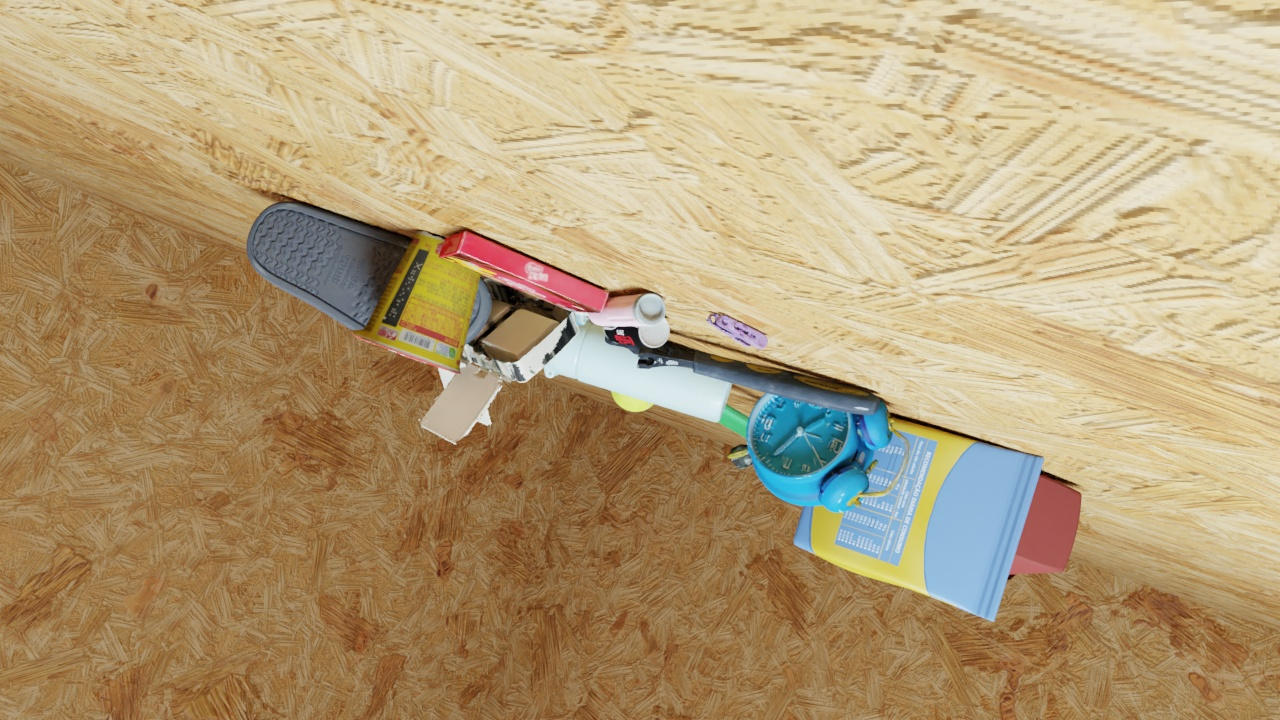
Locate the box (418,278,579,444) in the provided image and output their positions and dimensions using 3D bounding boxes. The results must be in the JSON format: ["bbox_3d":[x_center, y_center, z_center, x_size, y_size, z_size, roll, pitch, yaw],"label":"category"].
[{"bbox_3d":[-0.155,0.010,0.953,0.145,0.186,0.101,22,159,38],"label":"box"}]

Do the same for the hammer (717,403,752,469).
[{"bbox_3d":[0.065,0.042,1.110,0.318,0.032,0.131,31,139,-30],"label":"hammer"}]

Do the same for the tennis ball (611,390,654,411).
[{"bbox_3d":[-0.006,0.033,1.184,0.065,0.065,0.065,20,175,2],"label":"tennis ball"}]

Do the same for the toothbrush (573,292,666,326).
[{"bbox_3d":[-0.027,-0.043,0.814,0.027,0.026,0.223,1,-179,-19],"label":"toothbrush"}]

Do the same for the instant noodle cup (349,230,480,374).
[{"bbox_3d":[-0.194,-0.055,0.853,0.100,0.112,0.100,20,174,2],"label":"instant noodle cup"}]

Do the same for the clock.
[{"bbox_3d":[0.169,0.077,0.847,0.162,0.116,0.060,16,162,34],"label":"clock"}]

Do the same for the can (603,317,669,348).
[{"bbox_3d":[-0.005,-0.029,0.838,0.031,0.031,0.081,23,174,-25],"label":"can"}]

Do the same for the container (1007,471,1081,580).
[{"bbox_3d":[0.358,0.162,0.994,0.148,0.127,0.201,21,168,-8],"label":"container"}]

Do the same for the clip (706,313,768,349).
[{"bbox_3d":[0.074,-0.023,0.710,0.052,0.013,0.036,26,172,-28],"label":"clip"}]

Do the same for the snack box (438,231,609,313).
[{"bbox_3d":[-0.102,-0.075,0.792,0.133,0.021,0.089,22,175,-22],"label":"snack box"}]

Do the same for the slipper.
[{"bbox_3d":[-0.276,-0.080,0.950,0.268,0.110,0.083,23,179,9],"label":"slipper"}]

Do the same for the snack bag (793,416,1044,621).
[{"bbox_3d":[0.270,0.144,0.889,0.102,0.159,0.205,25,172,-39],"label":"snack bag"}]

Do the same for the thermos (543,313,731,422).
[{"bbox_3d":[-0.006,0.006,0.981,0.207,0.078,0.065,17,-169,9],"label":"thermos"}]

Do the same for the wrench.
[{"bbox_3d":[0.086,0.010,0.853,0.274,0.022,0.073,14,-158,24],"label":"wrench"}]
